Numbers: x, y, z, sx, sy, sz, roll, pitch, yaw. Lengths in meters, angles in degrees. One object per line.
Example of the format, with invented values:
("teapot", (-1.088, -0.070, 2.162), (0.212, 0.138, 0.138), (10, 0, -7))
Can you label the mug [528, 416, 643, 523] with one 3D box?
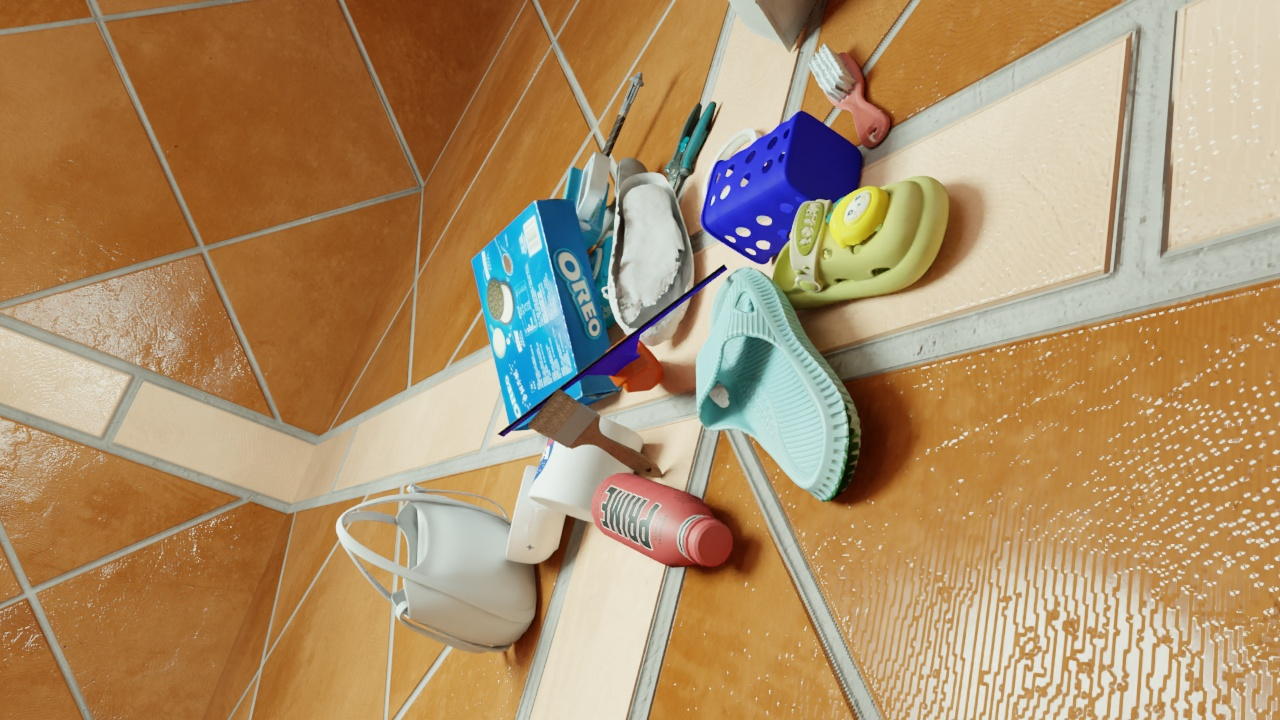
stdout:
("mug", (-0.052, 0.112, 0.926), (0.121, 0.091, 0.090), (77, -149, -71))

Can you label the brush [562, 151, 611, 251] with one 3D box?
("brush", (-0.068, -0.188, 1.134), (0.076, 0.055, 0.135), (-50, 26, 47))

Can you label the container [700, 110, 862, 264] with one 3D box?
("container", (0.125, -0.152, 0.816), (0.114, 0.085, 0.084), (-23, 47, 54))

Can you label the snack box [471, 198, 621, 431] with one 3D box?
("snack box", (-0.121, -0.048, 1.112), (0.196, 0.056, 0.238), (-26, 75, 54))

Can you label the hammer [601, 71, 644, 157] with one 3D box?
("hammer", (-0.064, -0.255, 1.297), (0.098, 0.044, 0.322), (-133, 67, -79))

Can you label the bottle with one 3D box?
("bottle", (0.019, 0.137, 0.775), (0.177, 0.062, 0.062), (4, 70, 64))

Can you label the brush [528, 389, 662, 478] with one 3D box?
("brush", (-0.034, 0.076, 0.840), (0.045, 0.143, 0.008), (-47, 30, 16))

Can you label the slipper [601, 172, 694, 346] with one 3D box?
("slipper", (0.008, -0.111, 1.027), (0.112, 0.074, 0.246), (-18, 45, 16))

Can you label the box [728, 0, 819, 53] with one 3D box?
("box", (0.016, -0.499, 0.865), (0.167, 0.506, 0.148), (-60, 29, 6))

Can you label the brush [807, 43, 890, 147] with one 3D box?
("brush", (0.189, -0.247, 0.847), (0.041, 0.030, 0.172), (-50, 28, 29))

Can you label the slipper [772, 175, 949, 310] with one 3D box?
("slipper", (0.153, -0.097, 0.716), (0.191, 0.081, 0.091), (-20, 46, 61))

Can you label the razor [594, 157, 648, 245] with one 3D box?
("razor", (-0.035, -0.197, 1.205), (0.116, 0.047, 0.088), (-50, 25, 36))

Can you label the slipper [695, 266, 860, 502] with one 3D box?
("slipper", (0.089, 0.009, 0.722), (0.276, 0.069, 0.116), (-116, 33, -57))

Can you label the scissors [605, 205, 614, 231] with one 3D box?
("scissors", (-0.033, -0.184, 1.251), (0.210, 0.015, 0.154), (-34, 36, 47))

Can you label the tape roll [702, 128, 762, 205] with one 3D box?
("tape roll", (0.101, -0.211, 1.007), (0.093, 0.013, 0.092), (-46, 30, 36))

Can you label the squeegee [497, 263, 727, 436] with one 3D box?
("squeegee", (-0.005, 0.005, 0.889), (0.250, 0.055, 0.184), (-37, -6, 7))

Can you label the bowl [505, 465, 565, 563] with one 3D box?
("bowl", (-0.107, 0.168, 0.985), (0.105, 0.054, 0.105), (-172, 93, -86))

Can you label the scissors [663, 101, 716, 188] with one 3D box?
("scissors", (0.053, -0.257, 1.139), (0.129, 0.019, 0.138), (-39, 41, 32))

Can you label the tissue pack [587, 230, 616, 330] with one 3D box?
("tissue pack", (-0.049, -0.092, 1.134), (0.145, 0.061, 0.092), (-42, 32, 40))

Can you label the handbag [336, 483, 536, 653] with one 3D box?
("handbag", (-0.228, 0.212, 1.000), (0.096, 0.222, 0.215), (-53, 26, 20))
